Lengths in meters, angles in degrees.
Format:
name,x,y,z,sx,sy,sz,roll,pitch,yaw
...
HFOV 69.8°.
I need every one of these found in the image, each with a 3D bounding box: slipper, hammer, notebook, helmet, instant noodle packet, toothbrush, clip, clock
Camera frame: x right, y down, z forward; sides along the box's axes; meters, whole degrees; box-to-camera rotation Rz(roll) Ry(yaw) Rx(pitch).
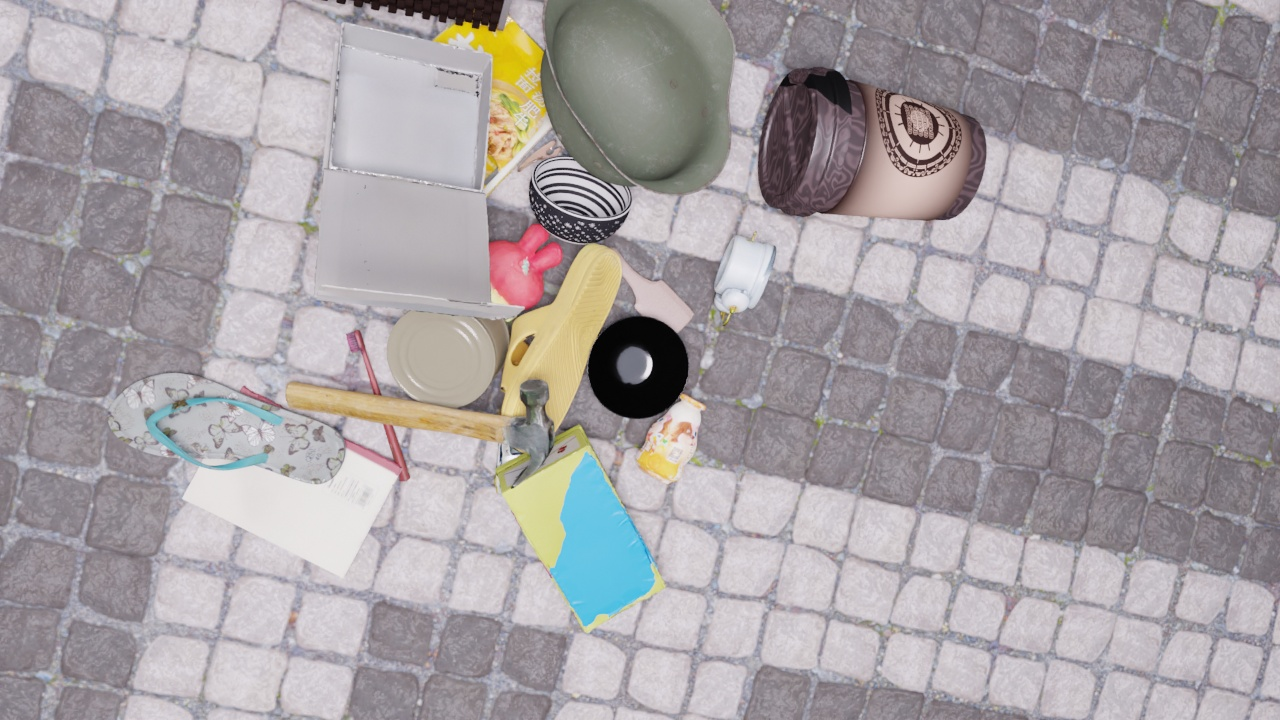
name,x,y,z,sx,sy,sz,roll,pitch,yaw
slipper,-0.108,-0.023,1.079,0.078,0.099,0.263,19,75,28
hammer,-0.252,0.064,1.032,0.331,0.033,0.132,8,123,16
notebook,-0.409,0.145,1.083,0.208,0.012,0.153,29,90,-6
helmet,-0.016,-0.297,1.040,0.226,0.154,0.268,-32,93,-25
instant noodle packet,-0.192,-0.296,1.064,0.163,0.084,0.221,43,76,-11
toothbrush,-0.313,0.056,1.096,0.016,0.016,0.190,-17,97,-3
clip,-0.114,-0.233,1.100,0.061,0.025,0.045,-38,100,-8
slipper,-0.472,0.076,1.043,0.268,0.055,0.098,12,88,-4
clock,0.124,-0.096,1.120,0.057,0.083,0.117,20,88,-5

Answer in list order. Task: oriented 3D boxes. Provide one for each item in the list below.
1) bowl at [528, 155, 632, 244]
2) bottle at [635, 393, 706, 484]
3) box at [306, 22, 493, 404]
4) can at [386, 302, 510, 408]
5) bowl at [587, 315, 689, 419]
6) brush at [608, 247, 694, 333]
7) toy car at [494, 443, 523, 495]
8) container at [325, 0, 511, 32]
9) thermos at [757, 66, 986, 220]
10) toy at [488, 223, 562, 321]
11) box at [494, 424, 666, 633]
name,x,y,z,sx,sy,sz,roll,pitch,yaw
bowl,-0.076,-0.178,1.077,0.120,0.120,0.067,14,133,-10
bottle,0.041,0.096,1.133,0.063,0.063,0.109,30,89,-10
box,-0.238,-0.144,0.924,0.166,0.109,0.418,5,68,-21
can,-0.220,-0.015,1.057,0.128,0.073,0.128,1,108,4
bowl,-0.007,0.007,1.122,0.124,0.052,0.124,-1,95,-10
brush,0.004,-0.088,1.138,0.050,0.015,0.135,-45,94,-2
toy car,-0.152,0.116,1.119,0.048,0.033,0.105,4,93,-8
container,-0.231,-0.508,0.935,0.243,0.248,0.245,10,81,-14
thermos,0.277,-0.246,1.096,0.226,0.173,0.173,6,94,-16
toy,-0.153,-0.104,1.093,0.091,0.045,0.135,44,93,-11
box,-0.070,0.204,1.103,0.124,0.079,0.221,-30,111,-4
